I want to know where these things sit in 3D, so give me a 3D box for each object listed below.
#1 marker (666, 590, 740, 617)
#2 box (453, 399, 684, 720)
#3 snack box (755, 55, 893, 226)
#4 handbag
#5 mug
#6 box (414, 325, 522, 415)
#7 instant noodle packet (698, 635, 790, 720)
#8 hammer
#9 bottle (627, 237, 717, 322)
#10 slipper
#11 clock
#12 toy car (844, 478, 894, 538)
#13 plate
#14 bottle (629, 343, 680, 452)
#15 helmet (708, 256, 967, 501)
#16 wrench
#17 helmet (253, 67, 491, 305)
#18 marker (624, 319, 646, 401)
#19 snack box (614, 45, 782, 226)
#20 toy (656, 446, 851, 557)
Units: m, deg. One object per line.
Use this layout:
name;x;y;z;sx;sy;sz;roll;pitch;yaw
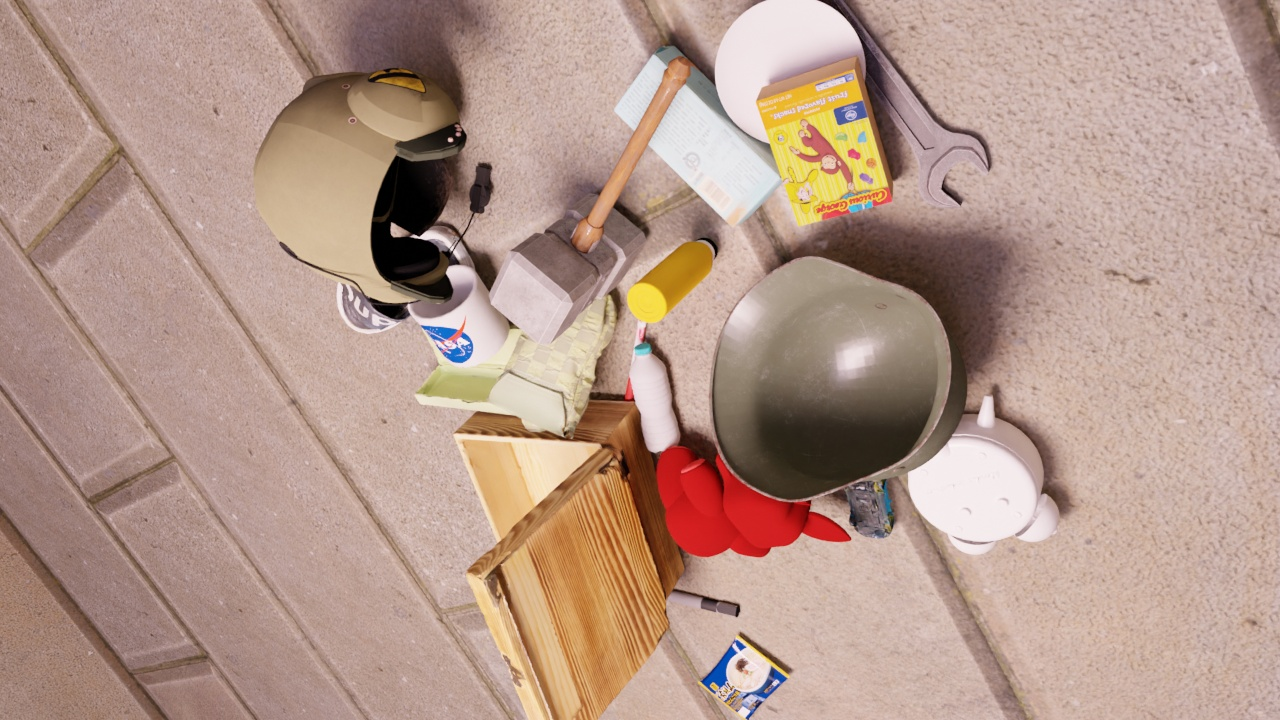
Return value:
marker;0.068;0.327;1.250;0.141;0.016;0.016;6;120;28
box;-0.110;0.245;1.099;0.287;0.335;0.279;0;119;29
snack box;0.169;-0.197;0.833;0.088;0.040;0.126;-12;120;24
handbag;-0.092;0.000;1.089;0.113;0.117;0.186;23;85;14
mug;-0.234;-0.055;1.135;0.121;0.090;0.090;6;144;29
box;-0.215;0.013;1.190;0.188;0.082;0.098;1;130;31
instant noodle packet;0.141;0.441;1.268;0.087;0.026;0.135;36;130;12
hammer;-0.027;-0.166;0.896;0.083;0.162;0.319;40;136;4
bottle;0.038;-0.087;0.936;0.043;0.143;0.043;15;124;23
slipper;-0.328;-0.098;1.204;0.265;0.062;0.111;-16;108;34
clock;0.339;0.125;0.930;0.126;0.072;0.161;-26;102;39
toy car;0.254;0.153;1.023;0.048;0.032;0.105;-1;122;31
plate;0.135;-0.261;0.833;0.135;0.011;0.135;8;126;11
bottle;0.015;0.044;1.093;0.044;0.044;0.136;2;118;30
helmet;0.210;0.026;0.878;0.268;0.153;0.226;-10;74;55
wrench;0.215;-0.253;0.818;0.070;0.010;0.273;-34;97;40
helmet;-0.274;-0.196;0.972;0.233;0.254;0.251;23;125;14
marker;-0.007;0.006;1.106;0.013;0.012;0.142;23;126;18
snack box;0.062;-0.220;0.902;0.174;0.053;0.075;43;130;-1
toy;0.120;0.161;1.050;0.198;0.120;0.158;-18;119;42
